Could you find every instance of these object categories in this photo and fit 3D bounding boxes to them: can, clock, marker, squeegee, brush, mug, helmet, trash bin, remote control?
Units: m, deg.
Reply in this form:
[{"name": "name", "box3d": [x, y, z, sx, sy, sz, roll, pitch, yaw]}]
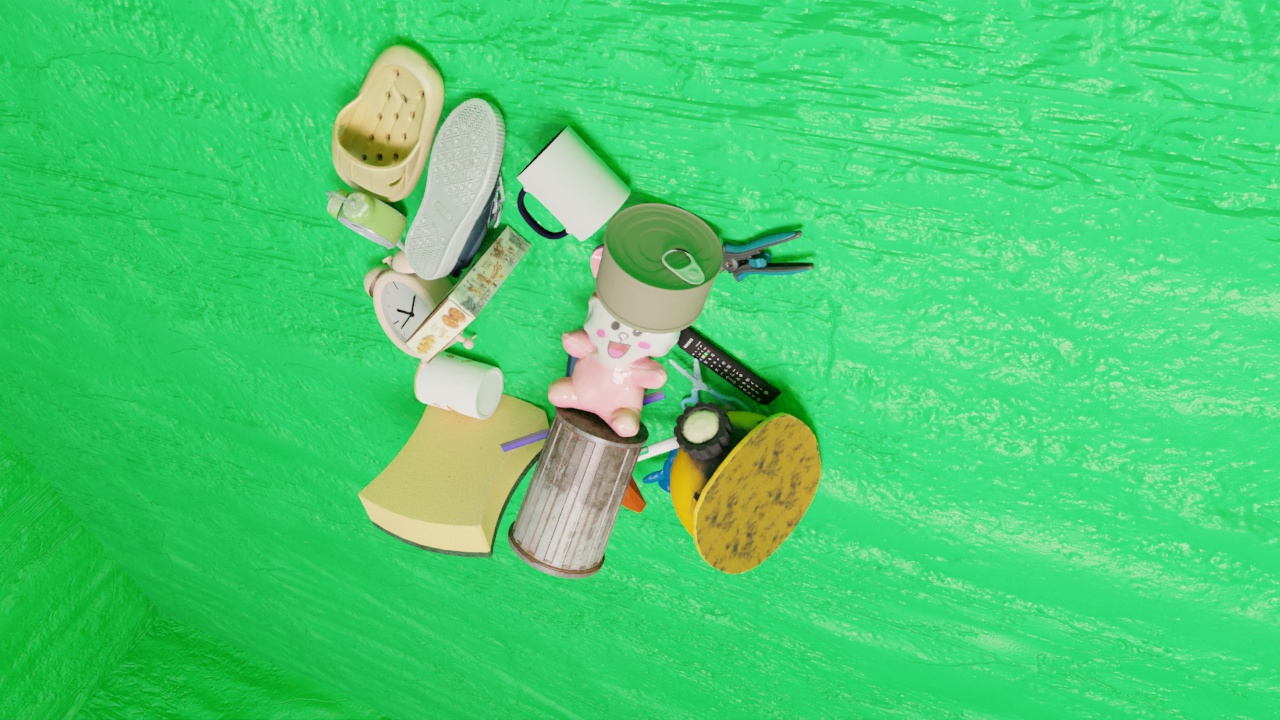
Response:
[{"name": "can", "box3d": [0.018, -0.099, 0.988, 0.128, 0.127, 0.073, 26, 141, 7]}, {"name": "clock", "box3d": [-0.302, -0.077, 1.275, 0.131, 0.085, 0.160, -20, 110, 43]}, {"name": "marker", "box3d": [0.047, 0.108, 1.212, 0.145, 0.017, 0.017, -19, 129, 0]}, {"name": "squeegee", "box3d": [-0.042, 0.149, 1.264, 0.250, 0.055, 0.185, -19, 128, 20]}, {"name": "clock", "box3d": [-0.349, -0.184, 1.176, 0.094, 0.042, 0.119, 17, 169, 46]}, {"name": "brush", "box3d": [-0.264, 0.158, 1.349, 0.195, 0.249, 0.075, 11, 137, 18]}, {"name": "mug", "box3d": [-0.083, -0.181, 0.997, 0.112, 0.078, 0.097, -38, 107, 27]}, {"name": "helmet", "box3d": [0.109, 0.142, 1.154, 0.131, 0.205, 0.255, 33, 165, 38]}, {"name": "mug", "box3d": [-0.267, 0.036, 1.356, 0.105, 0.082, 0.082, 15, 139, 19]}, {"name": "trash bin", "box3d": [-0.082, 0.167, 1.168, 0.131, 0.130, 0.211, 24, 108, 10]}, {"name": "remote control", "box3d": [0.108, 0.007, 1.132, 0.147, 0.015, 0.033, 35, 141, -4]}]

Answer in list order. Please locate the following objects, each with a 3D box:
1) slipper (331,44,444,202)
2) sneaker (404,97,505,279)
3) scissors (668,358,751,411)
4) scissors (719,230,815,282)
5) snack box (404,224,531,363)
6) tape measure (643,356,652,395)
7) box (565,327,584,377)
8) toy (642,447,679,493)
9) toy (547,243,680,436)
[{"name": "slipper", "box3d": [-0.305, -0.257, 1.075, 0.111, 0.079, 0.262, 36, 141, -11]}, {"name": "sneaker", "box3d": [-0.200, -0.192, 1.070, 0.089, 0.087, 0.236, 42, 122, 19]}, {"name": "scissors", "box3d": [0.075, 0.041, 1.187, 0.138, 0.015, 0.120, 42, 145, -17]}, {"name": "scissors", "box3d": [0.123, -0.108, 0.993, 0.149, 0.019, 0.131, 34, 138, 11]}, {"name": "snack box", "box3d": [-0.215, -0.081, 1.146, 0.041, 0.146, 0.144, 41, 140, -13]}, {"name": "tape measure", "box3d": [-0.007, 0.007, 1.169, 0.036, 0.065, 0.058, -1, 155, 35]}, {"name": "box", "box3d": [-0.080, 0.056, 1.260, 0.072, 0.078, 0.211, 21, 141, 8]}, {"name": "toy", "box3d": [0.065, 0.165, 1.291, 0.113, 0.070, 0.177, 29, 143, 22]}, {"name": "toy", "box3d": [-0.021, -0.022, 1.086, 0.142, 0.084, 0.213, 24, 110, 14]}]
